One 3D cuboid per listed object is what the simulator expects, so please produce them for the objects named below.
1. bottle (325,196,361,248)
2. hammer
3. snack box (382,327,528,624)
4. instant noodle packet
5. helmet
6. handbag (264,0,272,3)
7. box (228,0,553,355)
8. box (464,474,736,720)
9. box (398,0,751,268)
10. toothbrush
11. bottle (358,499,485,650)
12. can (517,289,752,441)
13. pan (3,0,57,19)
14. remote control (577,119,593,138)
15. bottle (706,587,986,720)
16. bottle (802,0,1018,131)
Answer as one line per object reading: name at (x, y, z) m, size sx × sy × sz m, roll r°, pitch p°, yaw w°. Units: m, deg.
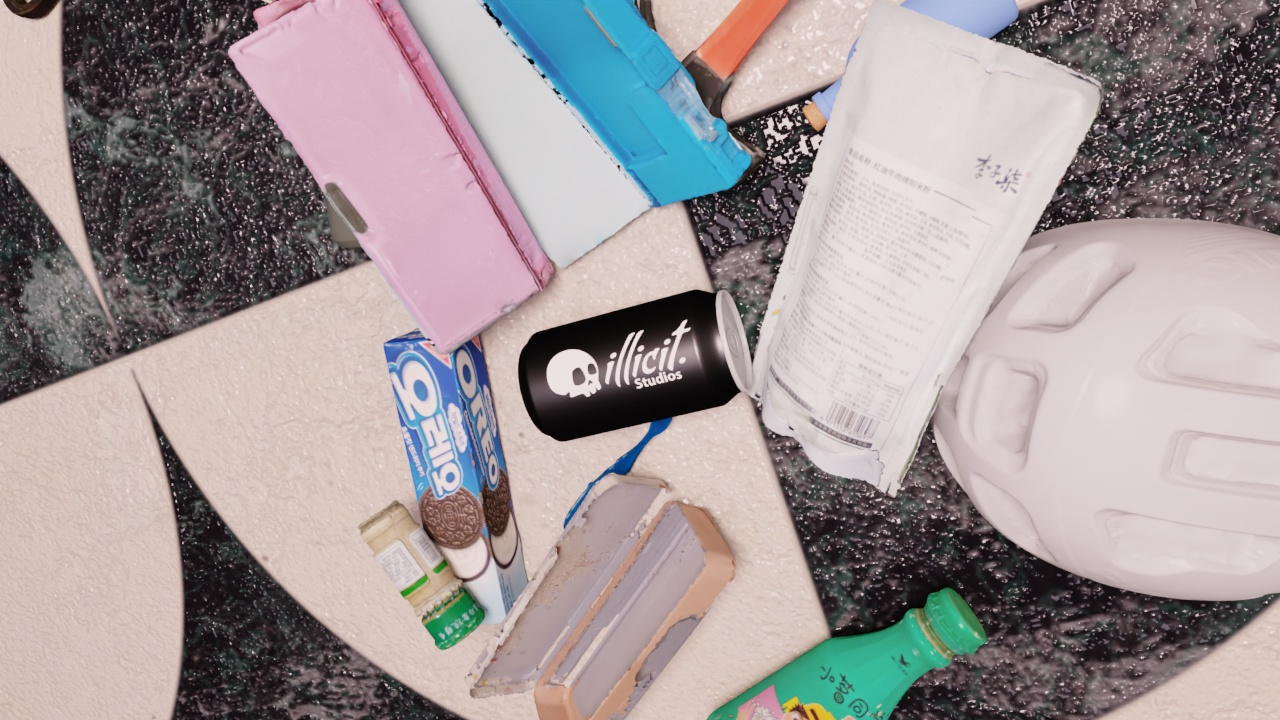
bottle at (-0.197, -0.137, 0.656) m, size 0.060 × 0.060 × 0.108 m, roll -1°, pitch 102°, yaw 15°
hammer at (0.114, -0.259, 0.518) m, size 0.133 × 0.033 × 0.334 m, roll 46°, pitch 125°, yaw 2°
snack box at (-0.136, 0.087, 0.692) m, size 0.059 × 0.059 × 0.226 m, roll -5°, pitch 102°, yaw 16°
instant noodle packet at (0.150, -0.059, 0.551) m, size 0.147 × 0.057 × 0.270 m, roll 38°, pitch 125°, yaw 34°
helmet at (0.324, 0.036, 0.541) m, size 0.282 × 0.183 × 0.224 m, roll 10°, pitch 110°, yaw -9°
handbag at (-0.209, -0.320, 0.564) m, size 0.197 × 0.101 × 0.195 m, roll 23°, pitch 110°, yaw -23°
box at (-0.154, -0.113, 0.572) m, size 0.100 × 0.098 × 0.233 m, roll -2°, pitch 133°, yaw 30°
box at (-0.025, 0.195, 0.671) m, size 0.107 × 0.094 × 0.217 m, roll 44°, pitch 111°, yaw 28°
box at (-0.063, -0.184, 0.572) m, size 0.175 × 0.063 × 0.243 m, roll -21°, pitch 122°, yaw 41°
toothbrush at (-0.017, 0.083, 0.685) m, size 0.021 × 0.016 × 0.132 m, roll 41°, pitch 112°, yaw 3°
bottle at (-0.159, 0.154, 0.663) m, size 0.043 × 0.042 × 0.110 m, roll -36°, pitch 91°, yaw 19°
can at (-0.004, 0.004, 0.627) m, size 0.146 × 0.080 × 0.080 m, roll -14°, pitch 99°, yaw 17°
pan at (-0.349, -0.355, 0.654) m, size 0.357 × 0.043 × 0.248 m, roll -27°, pitch 95°, yaw 19°
remote control at (-0.050, -0.221, 0.619) m, size 0.045 × 0.021 × 0.140 m, roll -27°, pitch 96°, yaw 20°
bottle at (0.143, 0.232, 0.648) m, size 0.210 × 0.068 × 0.068 m, roll -40°, pitch 90°, yaw 19°
bottle at (0.158, -0.186, 0.557) m, size 0.131 × 0.048 × 0.048 m, roll -34°, pitch 92°, yaw 19°
